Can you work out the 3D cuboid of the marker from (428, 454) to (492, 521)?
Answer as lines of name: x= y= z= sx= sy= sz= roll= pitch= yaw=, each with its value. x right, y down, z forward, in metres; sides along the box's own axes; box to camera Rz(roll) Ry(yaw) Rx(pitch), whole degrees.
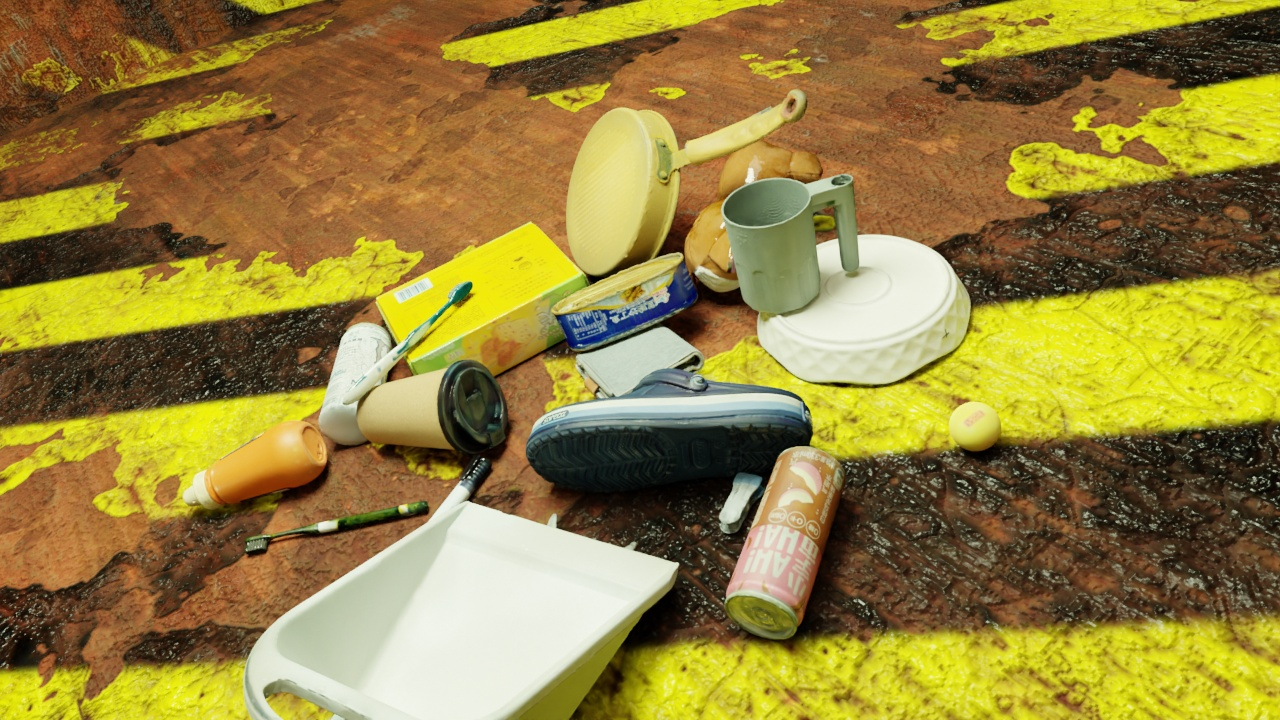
marker: x=-0.179 y=0.138 z=0.844 sx=0.018 sy=0.022 sz=0.130 roll=-18 pitch=28 yaw=45

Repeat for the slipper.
slipper: x=0.021 y=0.050 z=0.800 sx=0.253 sy=0.105 sz=0.095 roll=-6 pitch=48 yaw=12

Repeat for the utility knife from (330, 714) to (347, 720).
utility knife: x=-0.202 y=0.235 z=0.739 sx=0.034 sy=0.018 sz=0.222 roll=12 pitch=46 yaw=30

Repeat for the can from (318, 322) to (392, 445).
can: x=-0.308 y=0.023 z=1.000 sx=0.058 sy=0.058 sz=0.146 roll=-14 pitch=39 yaw=6

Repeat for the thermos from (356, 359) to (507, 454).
thermos: x=-0.208 y=0.050 z=0.913 sx=0.143 sy=0.093 sz=0.092 roll=-7 pitch=39 yaw=27

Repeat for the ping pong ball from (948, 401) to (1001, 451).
ping pong ball: x=0.273 y=0.054 z=0.749 sx=0.040 sy=0.040 sz=0.040 roll=-11 pitch=39 yaw=9

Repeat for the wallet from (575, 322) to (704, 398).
wallet: x=-0.005 y=0.005 z=0.915 sx=0.106 sy=0.037 sz=0.130 roll=-29 pitch=26 yaw=-9

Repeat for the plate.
plate: x=0.215 y=-0.058 z=0.902 sx=0.205 sy=0.046 sz=0.204 roll=-12 pitch=39 yaw=10

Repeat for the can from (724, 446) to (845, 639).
can: x=0.113 y=0.135 z=0.702 sx=0.058 sy=0.058 sz=0.146 roll=5 pitch=45 yaw=26

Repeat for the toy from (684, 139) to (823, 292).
toy: x=0.116 y=-0.144 z=1.001 sx=0.130 sy=0.140 sz=0.199 roll=39 pitch=58 yaw=-1

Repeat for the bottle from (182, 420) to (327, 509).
bottle: x=-0.396 y=0.113 z=0.931 sx=0.149 sy=0.067 sz=0.066 roll=-23 pitch=38 yaw=6

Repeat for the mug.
mug: x=0.147 y=-0.114 z=0.875 sx=0.124 sy=0.103 sz=0.083 roll=-14 pitch=39 yaw=4

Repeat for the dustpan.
dustpan: x=-0.133 y=0.181 z=0.646 sx=0.223 sy=0.143 sz=0.257 roll=10 pitch=49 yaw=28

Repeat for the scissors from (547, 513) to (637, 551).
scissors: x=-0.093 y=0.219 z=0.714 sx=0.221 sy=0.022 sz=0.232 roll=-20 pitch=40 yaw=-3

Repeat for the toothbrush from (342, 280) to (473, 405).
toothbrush: x=-0.240 y=-0.021 z=0.950 sx=0.018 sy=0.016 sz=0.191 roll=9 pitch=49 yaw=45

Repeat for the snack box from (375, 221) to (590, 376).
snack box: x=-0.174 y=-0.057 z=1.033 sx=0.209 sy=0.070 sz=0.157 roll=-29 pitch=40 yaw=-13

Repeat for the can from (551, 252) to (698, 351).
can: x=-0.016 y=-0.060 z=0.953 sx=0.148 sy=0.049 sz=0.074 roll=-22 pitch=18 yaw=7

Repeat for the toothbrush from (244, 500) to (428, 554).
toothbrush: x=-0.290 y=0.159 z=0.870 sx=0.186 sy=0.012 sz=0.017 roll=-13 pitch=45 yaw=7

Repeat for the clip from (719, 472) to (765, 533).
clip: x=0.082 y=0.118 z=0.766 sx=0.026 sy=0.036 sz=0.057 roll=12 pitch=48 yaw=29

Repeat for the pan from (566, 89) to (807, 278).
pan: x=0.033 y=-0.205 z=0.985 sx=0.358 sy=0.078 sz=0.197 roll=-24 pitch=65 yaw=55
